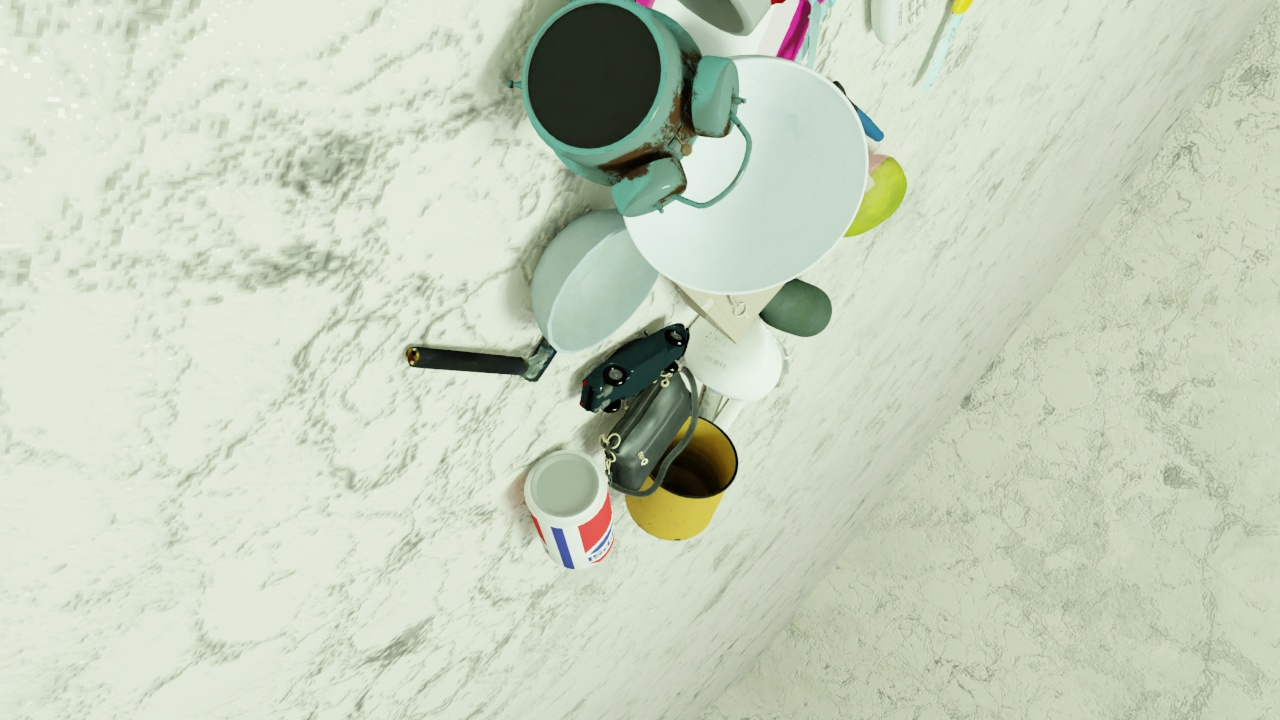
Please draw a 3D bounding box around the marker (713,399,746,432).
[{"bbox_3d":[0.102,0.063,1.061,0.020,0.020,0.142,-8,135,-57],"label":"marker"}]

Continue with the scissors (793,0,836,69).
[{"bbox_3d":[0.111,-0.233,0.581,0.111,0.015,0.141,15,95,-60],"label":"scissors"}]

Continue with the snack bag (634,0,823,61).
[{"bbox_3d":[0.052,-0.197,0.559,0.196,0.016,0.070,-19,140,-49],"label":"snack bag"}]

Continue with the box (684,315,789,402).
[{"bbox_3d":[0.097,-0.005,0.873,0.089,0.080,0.143,-66,159,-5],"label":"box"}]

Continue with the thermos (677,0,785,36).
[{"bbox_3d":[0.090,-0.253,0.439,0.198,0.084,0.108,-53,135,5],"label":"thermos"}]

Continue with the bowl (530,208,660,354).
[{"bbox_3d":[-0.033,-0.058,0.600,0.106,0.039,0.106,-39,156,-22],"label":"bowl"}]

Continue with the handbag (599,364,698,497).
[{"bbox_3d":[0.008,0.058,0.827,0.128,0.054,0.079,-54,153,-18],"label":"handbag"}]

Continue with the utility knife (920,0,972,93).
[{"bbox_3d":[0.279,-0.322,0.765,0.030,0.019,0.224,-27,145,-30],"label":"utility knife"}]

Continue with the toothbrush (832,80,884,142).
[{"bbox_3d":[0.184,-0.208,0.780,0.014,0.014,0.167,-20,171,24],"label":"toothbrush"}]

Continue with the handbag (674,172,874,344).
[{"bbox_3d":[0.080,-0.125,0.698,0.175,0.062,0.198,-50,149,2],"label":"handbag"}]

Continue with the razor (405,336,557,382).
[{"bbox_3d":[-0.097,0.001,0.600,0.043,0.022,0.144,-57,156,17],"label":"razor"}]

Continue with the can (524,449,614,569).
[{"bbox_3d":[-0.061,0.137,0.820,0.070,0.070,0.132,-40,156,-19],"label":"can"}]

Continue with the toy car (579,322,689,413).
[{"bbox_3d":[-0.005,0.005,0.756,0.111,0.034,0.046,-32,152,-32],"label":"toy car"}]

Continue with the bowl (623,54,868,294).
[{"bbox_3d":[0.055,-0.120,0.553,0.144,0.074,0.144,-4,125,-6],"label":"bowl"}]

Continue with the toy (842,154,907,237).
[{"bbox_3d":[0.220,-0.157,0.881,0.109,0.051,0.090,-14,142,-57],"label":"toy"}]

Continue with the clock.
[{"bbox_3d":[-0.003,-0.122,0.442,0.090,0.124,0.053,-55,166,14],"label":"clock"}]

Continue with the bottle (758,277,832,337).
[{"bbox_3d":[0.135,-0.057,0.885,0.055,0.055,0.174,-54,155,14],"label":"bottle"}]

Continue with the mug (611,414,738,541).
[{"bbox_3d":[0.027,0.121,0.935,0.123,0.100,0.094,5,139,-11],"label":"mug"}]

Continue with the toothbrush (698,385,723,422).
[{"bbox_3d":[0.065,0.084,1.029,0.024,0.022,0.186,-30,152,-32],"label":"toothbrush"}]

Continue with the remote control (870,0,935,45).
[{"bbox_3d":[0.223,-0.302,0.685,0.138,0.025,0.060,-47,157,-2],"label":"remote control"}]
